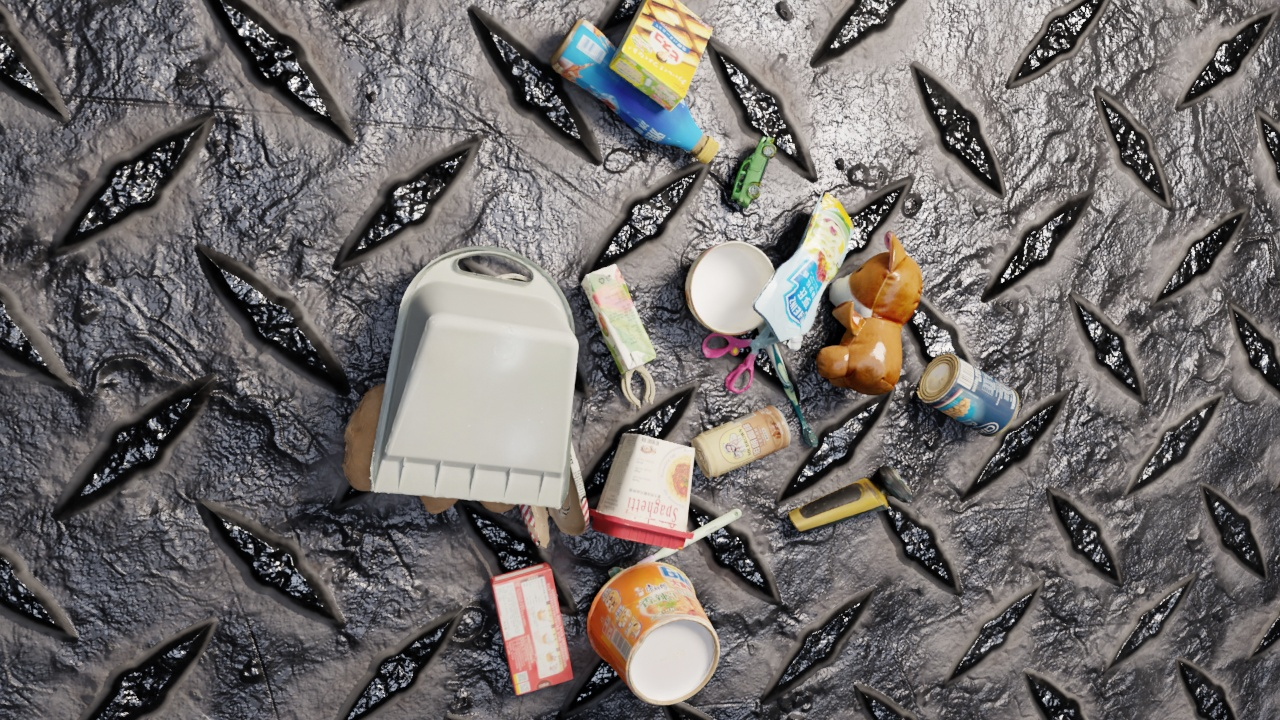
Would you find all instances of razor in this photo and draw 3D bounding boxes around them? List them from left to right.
[{"bbox_3d":[0.276,0.186,1.222,0.167,0.062,0.068,-19,135,-7],"label":"razor"}]

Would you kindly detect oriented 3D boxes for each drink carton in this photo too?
[{"bbox_3d":[-0.025,-0.049,1.087,0.045,0.054,0.122,-25,87,-14],"label":"drink carton"}]

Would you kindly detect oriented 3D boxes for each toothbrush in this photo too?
[{"bbox_3d":[0.048,0.239,1.181,0.189,0.020,0.029,-26,82,-10],"label":"toothbrush"},{"bbox_3d":[0.192,0.031,1.192,0.016,0.018,0.191,-27,104,-10],"label":"toothbrush"}]

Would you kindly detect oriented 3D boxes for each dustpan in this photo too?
[{"bbox_3d":[-0.176,0.012,1.039,0.222,0.142,0.258,9,108,-21],"label":"dustpan"}]

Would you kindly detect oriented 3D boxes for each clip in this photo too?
[{"bbox_3d":[-0.011,0.009,1.126,0.071,0.035,0.100,-16,97,-11],"label":"clip"}]

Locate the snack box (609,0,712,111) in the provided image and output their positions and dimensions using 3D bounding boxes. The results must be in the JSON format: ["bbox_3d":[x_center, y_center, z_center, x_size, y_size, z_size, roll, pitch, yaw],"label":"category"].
[{"bbox_3d":[0.025,-0.358,1.046,0.087,0.034,0.140,33,55,-17],"label":"snack box"}]

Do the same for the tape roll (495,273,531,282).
[{"bbox_3d":[-0.153,-0.060,1.086,0.085,0.014,0.086,-2,98,-15],"label":"tape roll"}]

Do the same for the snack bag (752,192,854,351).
[{"bbox_3d":[0.205,-0.107,1.130,0.190,0.039,0.110,-60,143,-20],"label":"snack bag"}]

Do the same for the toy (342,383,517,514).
[{"bbox_3d":[-0.226,0.105,1.060,0.226,0.082,0.143,23,92,-22],"label":"toy"}]

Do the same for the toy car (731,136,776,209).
[{"bbox_3d":[0.140,-0.232,1.126,0.036,0.043,0.091,25,99,5],"label":"toy car"}]

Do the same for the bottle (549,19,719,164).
[{"bbox_3d":[0.000,-0.304,1.066,0.218,0.065,0.065,33,88,-18],"label":"bottle"}]

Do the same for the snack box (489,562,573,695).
[{"bbox_3d":[-0.135,0.334,1.142,0.075,0.025,0.153,-13,102,-14],"label":"snack box"}]

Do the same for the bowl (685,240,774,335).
[{"bbox_3d":[0.104,-0.090,1.127,0.113,0.062,0.113,-3,99,-17],"label":"bowl"}]

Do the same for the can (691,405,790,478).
[{"bbox_3d":[0.128,0.103,1.164,0.116,0.058,0.058,-21,103,-12],"label":"can"}]

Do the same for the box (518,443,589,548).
[{"bbox_3d":[-0.106,0.139,1.098,0.088,0.076,0.163,-14,100,5],"label":"box"}]

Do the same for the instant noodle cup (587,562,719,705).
[{"bbox_3d":[0.021,0.341,1.130,0.151,0.111,0.151,-6,107,-19],"label":"instant noodle cup"}]

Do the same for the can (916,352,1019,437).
[{"bbox_3d":[0.439,0.046,1.233,0.111,0.075,0.075,28,90,-17],"label":"can"}]

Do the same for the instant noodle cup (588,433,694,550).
[{"bbox_3d":[0.008,0.158,1.117,0.116,0.117,0.124,15,82,-17],"label":"instant noodle cup"}]

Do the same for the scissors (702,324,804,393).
[{"bbox_3d":[0.147,-0.011,1.167,0.134,0.017,0.113,-13,102,-4],"label":"scissors"}]

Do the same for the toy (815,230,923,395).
[{"bbox_3d":[0.293,-0.057,1.166,0.130,0.140,0.199,24,89,24],"label":"toy"}]
